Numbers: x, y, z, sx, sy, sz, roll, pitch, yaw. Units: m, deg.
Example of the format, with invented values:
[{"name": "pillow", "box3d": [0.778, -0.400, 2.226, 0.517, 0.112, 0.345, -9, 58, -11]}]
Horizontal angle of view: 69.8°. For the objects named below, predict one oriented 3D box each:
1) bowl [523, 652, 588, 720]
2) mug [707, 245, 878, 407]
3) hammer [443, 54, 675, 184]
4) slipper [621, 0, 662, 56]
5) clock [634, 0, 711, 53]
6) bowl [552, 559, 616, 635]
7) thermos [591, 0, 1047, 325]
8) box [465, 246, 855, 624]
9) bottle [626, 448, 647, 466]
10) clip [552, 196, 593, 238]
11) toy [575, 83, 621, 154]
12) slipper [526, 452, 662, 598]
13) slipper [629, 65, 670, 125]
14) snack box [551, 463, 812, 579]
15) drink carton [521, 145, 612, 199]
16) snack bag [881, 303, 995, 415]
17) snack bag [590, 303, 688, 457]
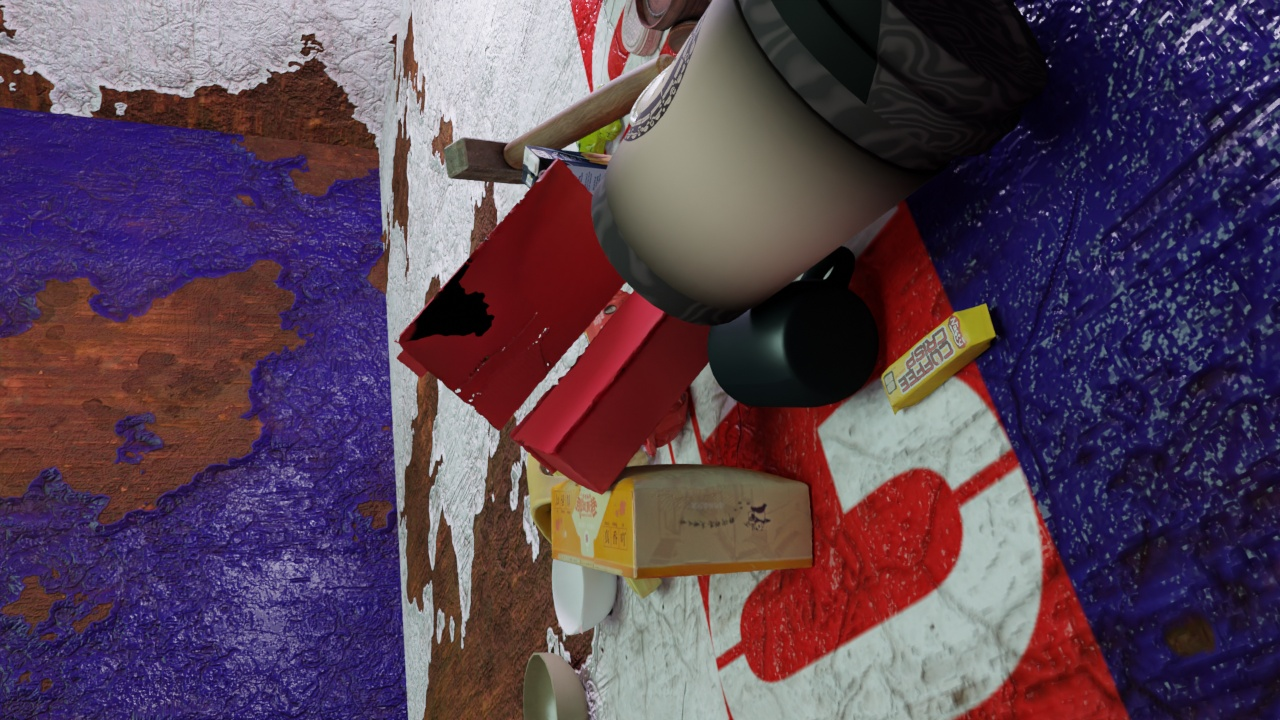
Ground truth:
[{"name": "bowl", "box3d": [-0.101, 0.437, 1.134, 0.152, 0.050, 0.152, -179, 90, -68]}, {"name": "mug", "box3d": [0.113, -0.026, 0.629, 0.121, 0.085, 0.095, -62, 19, -13]}, {"name": "hammer", "box3d": [-0.065, -0.254, 0.989, 0.302, 0.157, 0.037, -14, 83, 45]}, {"name": "slipper", "box3d": [0.006, -0.430, 0.925, 0.094, 0.064, 0.240, -114, 32, -47]}, {"name": "clock", "box3d": [0.051, -0.331, 0.794, 0.121, 0.072, 0.157, 125, 141, -53]}, {"name": "bowl", "box3d": [-0.060, 0.253, 1.050, 0.115, 0.050, 0.114, -179, 90, -68]}, {"name": "thermos", "box3d": [0.083, -0.134, 0.526, 0.227, 0.172, 0.172, -44, 47, 42]}, {"name": "box", "box3d": [0.055, 0.071, 0.783, 0.216, 0.351, 0.198, -50, 19, -12]}, {"name": "bottle", "box3d": [-0.037, 0.092, 0.996, 0.166, 0.059, 0.059, -161, 74, -66]}, {"name": "clip", "box3d": [-0.075, -0.177, 1.103, 0.056, 0.056, 0.102, 64, 180, 28]}, {"name": "toy", "box3d": [-0.050, -0.278, 1.087, 0.094, 0.036, 0.094, 21, 109, 58]}, {"name": "slipper", "box3d": [-0.069, 0.167, 0.980, 0.263, 0.078, 0.099, 42, 163, 49]}, {"name": "slipper", "box3d": [0.061, -0.213, 0.703, 0.115, 0.052, 0.263, -53, 29, -9]}, {"name": "snack box", "box3d": [0.023, 0.123, 0.735, 0.196, 0.145, 0.080, 162, 108, -66]}, {"name": "drink carton", "box3d": [-0.058, -0.196, 0.973, 0.064, 0.130, 0.040, -129, 45, -59]}, {"name": "snack bag", "box3d": [0.173, 0.001, 0.543, 0.099, 0.020, 0.026, 126, 139, -54]}, {"name": "snack bag", "box3d": [-0.005, 0.005, 0.910, 0.083, 0.082, 0.176, 114, 148, -43]}]
